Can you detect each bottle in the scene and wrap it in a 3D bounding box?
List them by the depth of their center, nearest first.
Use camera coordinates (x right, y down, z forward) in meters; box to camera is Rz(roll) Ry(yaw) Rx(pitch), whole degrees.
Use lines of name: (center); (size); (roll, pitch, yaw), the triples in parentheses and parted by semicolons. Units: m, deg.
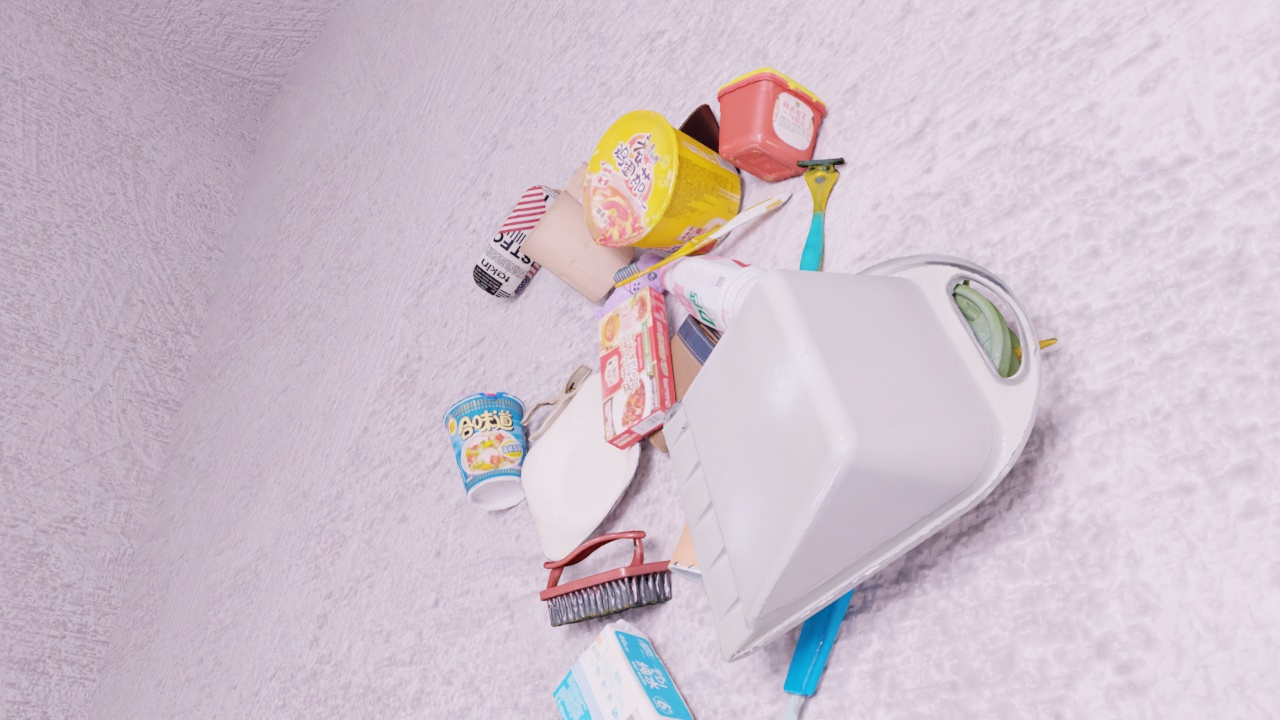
bottle: (0.079, -0.062, 0.847); (0.068, 0.068, 0.197); (-62, 32, 3)

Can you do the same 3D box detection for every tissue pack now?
tissue pack: (-0.011, 0.290, 0.746); (0.090, 0.063, 0.140); (-54, 37, 12)

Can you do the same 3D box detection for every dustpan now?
dustpan: (0.139, 0.048, 0.635); (0.258, 0.142, 0.222); (112, 154, -42)

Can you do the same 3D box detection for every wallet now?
wallet: (0.039, 0.021, 0.876); (0.115, 0.033, 0.090); (-56, 33, 14)
wallet: (0.059, -0.212, 1.004); (0.097, 0.020, 0.122); (-47, 39, 32)

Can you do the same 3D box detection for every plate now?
plate: (-0.055, 0.110, 0.938); (0.164, 0.034, 0.163); (-50, 37, 19)

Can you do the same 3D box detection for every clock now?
clock: (0.200, 0.022, 0.644); (0.161, 0.056, 0.116); (-53, 36, 15)

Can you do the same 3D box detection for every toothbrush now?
toothbrush: (0.058, -0.119, 0.883); (0.191, 0.018, 0.016); (-27, 15, 6)

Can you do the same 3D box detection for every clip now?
clip: (-0.084, 0.060, 1.012); (0.105, 0.034, 0.082); (-37, 40, 22)

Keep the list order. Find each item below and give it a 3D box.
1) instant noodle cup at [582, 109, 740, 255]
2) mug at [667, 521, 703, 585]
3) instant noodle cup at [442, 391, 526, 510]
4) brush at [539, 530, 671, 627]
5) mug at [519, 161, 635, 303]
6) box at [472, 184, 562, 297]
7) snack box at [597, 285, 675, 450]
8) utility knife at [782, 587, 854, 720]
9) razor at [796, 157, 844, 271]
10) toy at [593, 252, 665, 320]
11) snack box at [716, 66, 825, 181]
instant noodle cup: (0.025, -0.169, 0.923); (0.138, 0.109, 0.138); (-12, 74, 46)
mug: (0.076, 0.120, 0.733); (0.078, 0.078, 0.122); (-5, 61, 51)
instant noodle cup: (-0.170, 0.107, 1.046); (0.099, 0.099, 0.109); (-40, 49, 30)
brush: (-0.040, 0.199, 0.838); (0.146, 0.063, 0.069); (-27, 68, 42)
mug: (-0.058, -0.142, 1.024); (0.124, 0.103, 0.084); (-55, 13, -8)
box: (-0.151, -0.157, 1.209); (0.163, 0.076, 0.087); (-55, 10, 14)
snack box: (-0.005, 0.005, 0.891); (0.075, 0.025, 0.152); (-34, 44, 32)
utility knife: (0.129, 0.197, 0.662); (0.034, 0.018, 0.191); (11, 79, 66)
razor: (0.155, -0.123, 0.815); (0.043, 0.028, 0.132); (2, 65, 20)
toy: (-0.008, -0.069, 0.983); (0.108, 0.039, 0.084); (-54, 37, 17)
snack box: (0.122, -0.220, 0.868); (0.082, 0.091, 0.080); (-7, 70, 51)
